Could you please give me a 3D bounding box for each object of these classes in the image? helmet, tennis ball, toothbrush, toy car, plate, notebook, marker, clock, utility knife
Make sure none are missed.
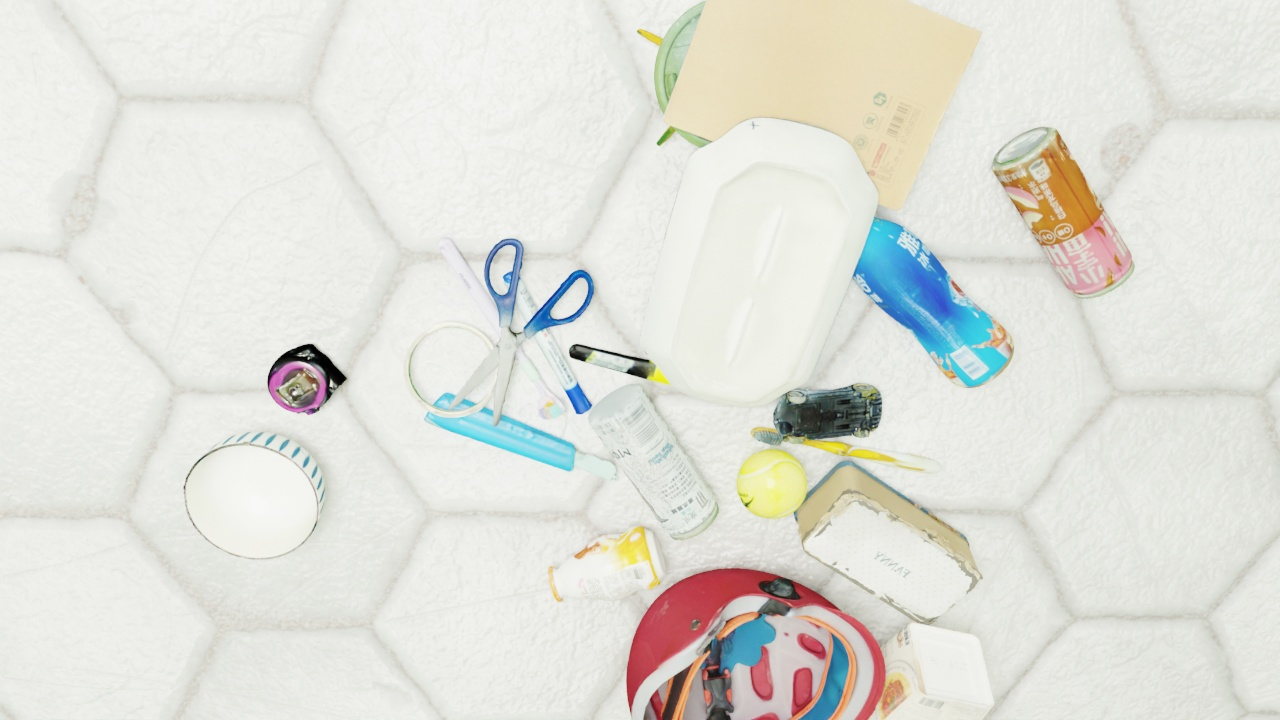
[{"bbox_3d":[0.095,0.286,0.878,0.239,0.144,0.207,-3,111,-16],"label":"helmet"},{"bbox_3d":[0.122,0.115,0.854,0.065,0.065,0.065,-1,110,-2],"label":"tennis ball"},{"bbox_3d":[-0.125,-0.027,0.815,0.029,0.021,0.189,-23,108,26],"label":"toothbrush"},{"bbox_3d":[0.172,0.048,0.849,0.105,0.031,0.049,-5,107,-9],"label":"toy car"},{"bbox_3d":[0.197,0.087,0.872,0.191,0.018,0.016,12,111,-6],"label":"toothbrush"},{"bbox_3d":[0.094,-0.064,0.757,0.162,0.034,0.266,13,121,-5],"label":"plate"},{"bbox_3d":[0.138,-0.217,0.704,0.207,0.008,0.148,18,108,-9],"label":"notebook"},{"bbox_3d":[-0.005,0.005,0.836,0.124,0.015,0.018,14,118,-4],"label":"marker"},{"bbox_3d":[0.084,-0.231,0.731,0.161,0.056,0.116,-11,111,1],"label":"clock"},{"bbox_3d":[-0.084,-0.015,0.823,0.017,0.017,0.146,-25,109,6],"label":"marker"},{"bbox_3d":[-0.107,0.075,0.852,0.187,0.018,0.034,22,100,-9],"label":"utility knife"}]

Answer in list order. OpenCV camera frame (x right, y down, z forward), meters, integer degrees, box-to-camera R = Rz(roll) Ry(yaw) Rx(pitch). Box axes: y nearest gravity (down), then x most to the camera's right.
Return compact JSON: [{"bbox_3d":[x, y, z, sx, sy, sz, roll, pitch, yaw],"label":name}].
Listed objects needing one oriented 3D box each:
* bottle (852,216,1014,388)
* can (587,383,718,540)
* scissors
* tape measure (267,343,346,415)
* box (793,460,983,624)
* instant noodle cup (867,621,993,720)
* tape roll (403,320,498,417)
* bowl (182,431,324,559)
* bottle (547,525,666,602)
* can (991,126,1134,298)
[{"bbox_3d":[0.232,-0.066,0.794,0.218,0.065,0.065,42,103,-14],"label":"bottle"},{"bbox_3d":[0.013,0.094,0.845,0.058,0.058,0.147,-31,109,8],"label":"can"},{"bbox_3d":[-0.105,-0.025,0.800,0.160,0.012,0.163,-13,109,-6],"label":"scissors"},{"bbox_3d":[-0.299,0.018,0.813,0.058,0.039,0.057,-36,108,10],"label":"tape measure"},{"bbox_3d":[0.231,0.173,0.878,0.184,0.061,0.090,36,114,-13],"label":"box"},{"bbox_3d":[0.274,0.325,0.896,0.116,0.116,0.124,13,134,-8],"label":"instant noodle cup"},{"bbox_3d":[-0.168,0.008,0.819,0.086,0.014,0.086,-1,97,-6],"label":"tape roll"},{"bbox_3d":[-0.342,0.114,0.832,0.116,0.066,0.116,-1,111,-2],"label":"bowl"},{"bbox_3d":[-0.033,0.200,0.879,0.108,0.063,0.063,-18,110,3],"label":"bottle"},{"bbox_3d":[0.360,-0.125,0.781,0.058,0.057,0.147,-37,107,10],"label":"can"}]
